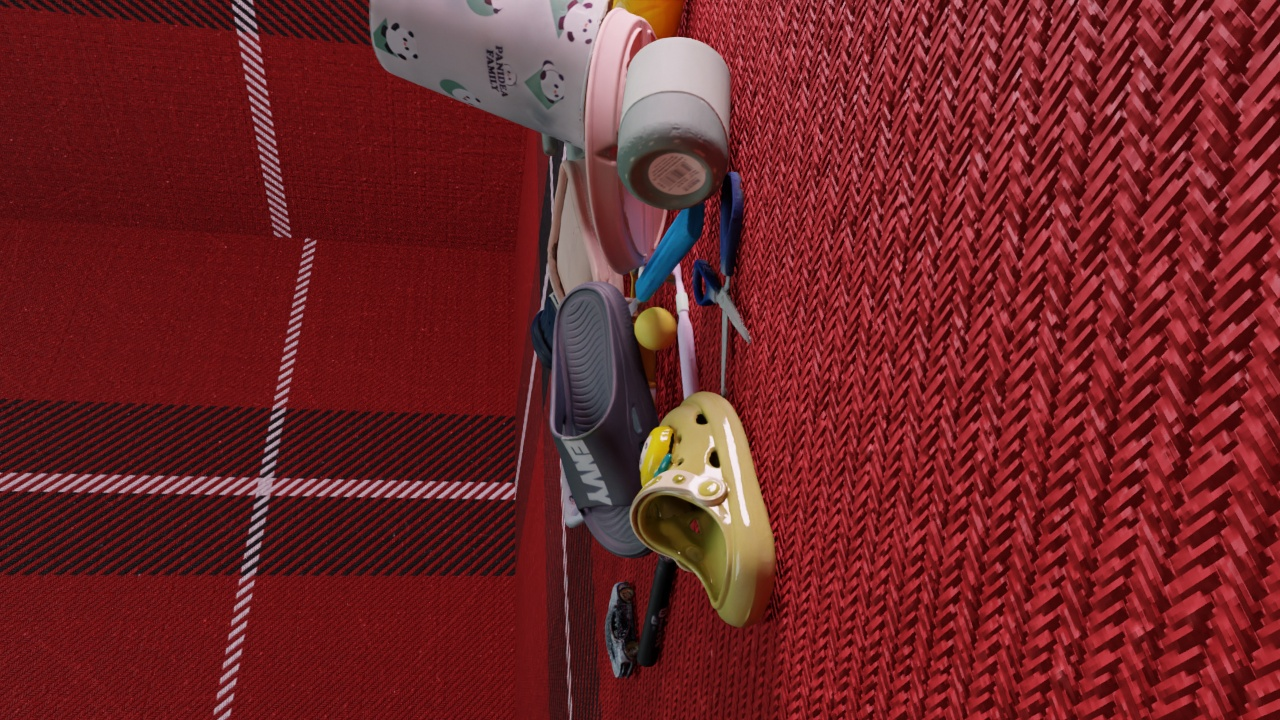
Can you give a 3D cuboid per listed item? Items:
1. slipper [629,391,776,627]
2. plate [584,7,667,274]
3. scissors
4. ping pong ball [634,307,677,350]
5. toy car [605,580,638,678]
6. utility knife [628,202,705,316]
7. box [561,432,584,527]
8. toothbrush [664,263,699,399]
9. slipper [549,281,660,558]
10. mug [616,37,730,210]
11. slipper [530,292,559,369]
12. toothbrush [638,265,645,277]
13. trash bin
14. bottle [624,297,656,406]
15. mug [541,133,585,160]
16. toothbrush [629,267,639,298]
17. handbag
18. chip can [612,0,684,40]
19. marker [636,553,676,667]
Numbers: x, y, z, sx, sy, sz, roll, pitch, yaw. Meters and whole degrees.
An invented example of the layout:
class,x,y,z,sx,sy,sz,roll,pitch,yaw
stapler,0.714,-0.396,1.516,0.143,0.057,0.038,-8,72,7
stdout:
class,x,y,z,sx,sy,sz,roll,pitch,yaw
slipper,0.035,0.094,0.622,0.190,0.081,0.092,-107,24,-52
plate,-0.004,-0.191,0.815,0.229,0.028,0.229,3,-91,-77
scissors,0.062,-0.056,0.690,0.162,0.012,0.176,-156,69,-78
ping pong ball,0.014,-0.029,0.851,0.040,0.040,0.040,-178,91,-79
toy car,-0.022,0.289,0.991,0.049,0.031,0.105,106,164,-48
utility knife,0.016,-0.081,0.816,0.192,0.018,0.034,130,144,-61
box,-0.055,0.090,1.137,0.161,0.060,0.200,-53,33,43
toothbrush,0.036,-0.013,0.787,0.029,0.021,0.188,62,-163,-50
slipper,-0.048,0.054,0.858,0.111,0.083,0.268,-19,76,39
mug,0.029,-0.165,0.694,0.112,0.082,0.106,65,-156,-53
slipper,-0.110,-0.037,1.280,0.105,0.095,0.253,50,174,-5
toothbrush,-0.006,0.006,0.983,0.027,0.026,0.221,-137,49,-61
trash bin,-0.141,-0.375,1.014,0.229,0.252,0.229,21,-92,-85
bottle,-0.018,0.031,0.931,0.068,0.068,0.189,-170,83,-79
mug,-0.070,-0.272,1.136,0.084,0.123,0.103,-43,42,40
toothbrush,-0.007,-0.033,1.031,0.018,0.016,0.191,163,110,-69
handbag,-0.052,-0.103,1.081,0.194,0.093,0.233,104,162,-50
chip can,0.002,-0.315,0.908,0.072,0.072,0.214,-99,17,-46
marker,0.015,0.229,0.845,0.022,0.020,0.132,-123,36,-54
